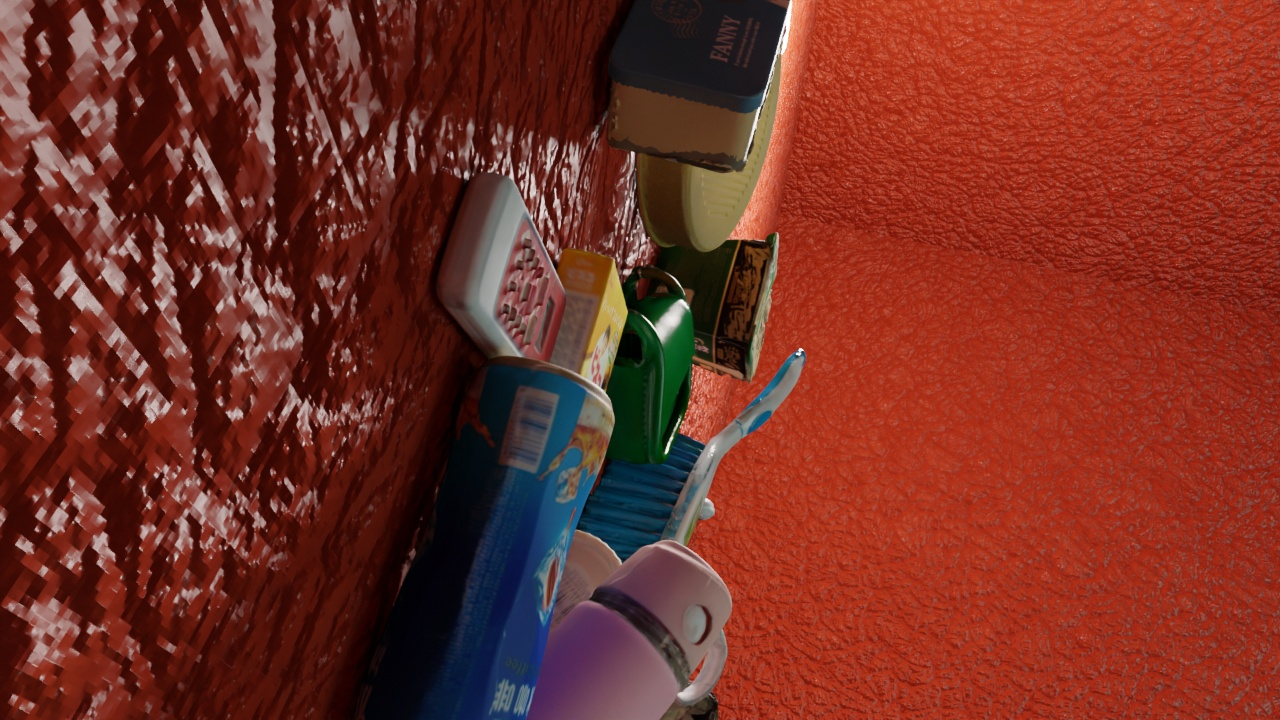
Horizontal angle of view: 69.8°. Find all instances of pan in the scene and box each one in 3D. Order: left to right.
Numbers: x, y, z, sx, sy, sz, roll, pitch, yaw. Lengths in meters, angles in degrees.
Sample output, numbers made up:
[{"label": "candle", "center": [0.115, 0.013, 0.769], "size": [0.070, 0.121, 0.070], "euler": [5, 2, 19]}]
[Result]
[{"label": "pan", "center": [0.069, -0.191, 0.775], "size": [0.356, 0.078, 0.198], "euler": [-13, 119, -67]}]

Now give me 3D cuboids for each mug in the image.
[{"label": "mug", "center": [-0.028, 0.159, 0.534], "size": [0.106, 0.114, 0.081], "euler": [86, 21, -56]}]

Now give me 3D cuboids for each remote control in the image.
[{"label": "remote control", "center": [-0.055, -0.028, 0.396], "size": [0.136, 0.020, 0.055], "euler": [75, 30, -73]}]

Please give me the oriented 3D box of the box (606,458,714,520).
[{"label": "box", "center": [0.029, 0.116, 0.885], "size": [0.201, 0.102, 0.095], "euler": [61, 43, -78]}]

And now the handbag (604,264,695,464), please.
[{"label": "handbag", "center": [-0.004, 0.004, 0.649], "size": [0.131, 0.068, 0.120], "euler": [-55, 150, -65]}]

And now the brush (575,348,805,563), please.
[{"label": "brush", "center": [0.047, 0.068, 0.728], "size": [0.313, 0.109, 0.061], "euler": [-58, 158, -50]}]

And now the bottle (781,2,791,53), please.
[{"label": "bottle", "center": [0.127, -0.363, 0.948], "size": [0.175, 0.057, 0.057], "euler": [85, 20, -64]}]

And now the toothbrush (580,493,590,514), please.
[{"label": "toothbrush", "center": [-0.050, 0.165, 0.721], "size": [0.012, 0.017, 0.186], "euler": [-64, 164, -48]}]

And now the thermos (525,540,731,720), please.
[{"label": "thermos", "center": [-0.031, 0.175, 0.425], "size": [0.198, 0.067, 0.087], "euler": [-42, 116, -33]}]

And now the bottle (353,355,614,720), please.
[{"label": "bottle", "center": [-0.068, 0.108, 0.361], "size": [0.065, 0.065, 0.218], "euler": [79, 25, -69]}]

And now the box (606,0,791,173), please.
[{"label": "box", "center": [0.037, -0.182, 0.531], "size": [0.062, 0.090, 0.183], "euler": [99, 5, -50]}]

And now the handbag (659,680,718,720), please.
[{"label": "handbag", "center": [-0.020, 0.319, 0.724], "size": [0.098, 0.145, 0.197], "euler": [-71, 169, -49]}]

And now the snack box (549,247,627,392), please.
[{"label": "snack box", "center": [-0.042, 0.018, 0.510], "size": [0.087, 0.034, 0.140], "euler": [76, 27, -73]}]

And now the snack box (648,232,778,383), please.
[{"label": "snack box", "center": [0.062, -0.051, 0.838], "size": [0.117, 0.106, 0.118], "euler": [74, 28, -68]}]
